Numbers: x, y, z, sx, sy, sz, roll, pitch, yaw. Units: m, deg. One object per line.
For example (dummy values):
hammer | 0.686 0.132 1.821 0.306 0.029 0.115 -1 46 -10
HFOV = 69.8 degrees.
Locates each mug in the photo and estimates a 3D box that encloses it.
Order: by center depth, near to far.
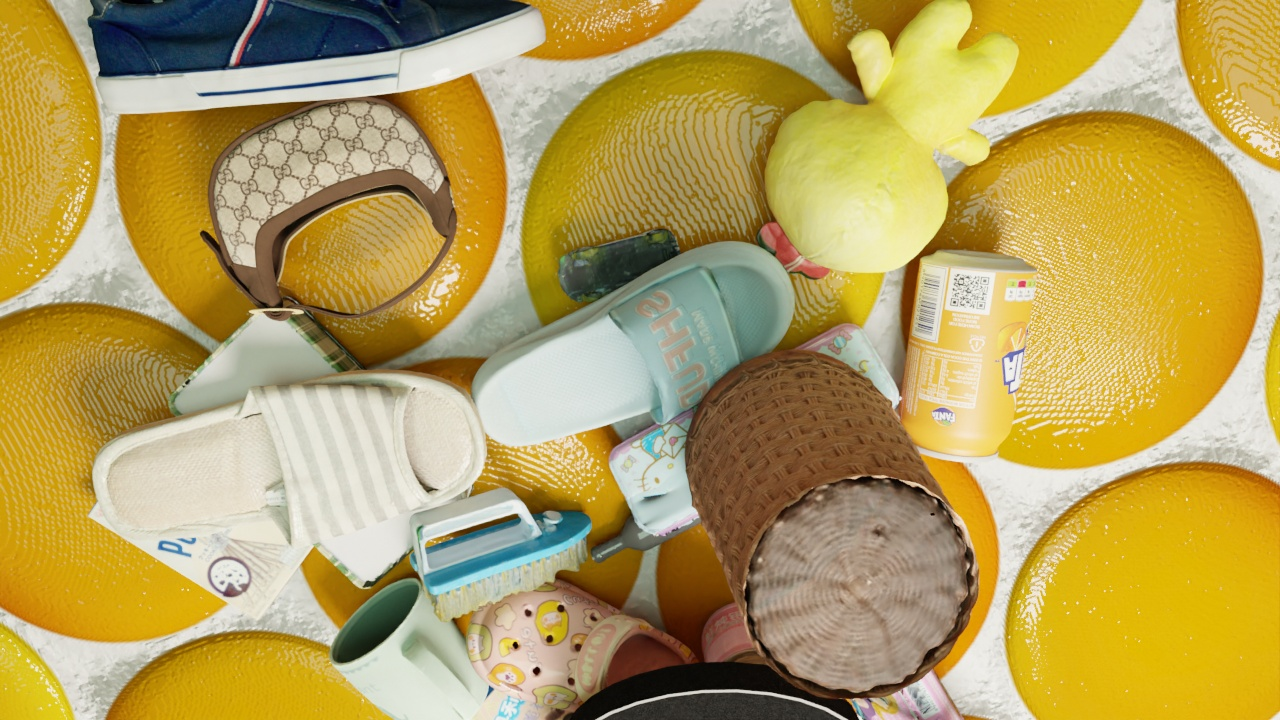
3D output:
mug | -0.162 0.232 0.689 0.084 0.111 0.104 -45 113 -26

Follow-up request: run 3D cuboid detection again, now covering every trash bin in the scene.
trash bin | 0.109 0.086 0.547 0.151 0.210 0.151 -1 102 -3

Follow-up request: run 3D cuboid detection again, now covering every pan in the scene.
pan | 0.118 0.283 0.665 0.356 0.034 0.226 -5 130 4

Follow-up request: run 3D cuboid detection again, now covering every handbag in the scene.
handbag | -0.209 -0.096 0.622 0.166 0.063 0.138 -24 91 -6

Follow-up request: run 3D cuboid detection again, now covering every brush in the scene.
brush | -0.098 0.132 0.678 0.135 0.055 0.075 -13 113 -27

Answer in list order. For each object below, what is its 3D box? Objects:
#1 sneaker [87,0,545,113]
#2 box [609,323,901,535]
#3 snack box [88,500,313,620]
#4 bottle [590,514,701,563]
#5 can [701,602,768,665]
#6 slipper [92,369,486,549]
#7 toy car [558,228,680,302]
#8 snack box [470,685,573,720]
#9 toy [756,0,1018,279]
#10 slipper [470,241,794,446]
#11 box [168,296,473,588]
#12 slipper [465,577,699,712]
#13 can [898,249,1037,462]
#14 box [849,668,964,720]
sneaker | -0.210 -0.233 0.585 0.294 0.120 0.127 -2 115 2
box | 0.081 0.051 0.674 0.214 0.036 0.076 -29 73 4
snack box | -0.331 0.125 0.702 0.150 0.026 0.082 36 100 -9
bottle | 0.013 0.126 0.708 0.113 0.030 0.030 -28 102 5
can | 0.083 0.233 0.711 0.067 0.076 0.067 0 103 -1
slipper | -0.244 0.071 0.632 0.272 0.054 0.114 -8 96 1
toy car | -0.015 -0.069 0.664 0.090 0.027 0.039 -13 110 -1
snack box | -0.063 0.307 0.745 0.151 0.034 0.087 40 99 -9
toy | 0.165 -0.141 0.621 0.134 0.092 0.208 33 97 -11
slipper | -0.004 0.004 0.647 0.245 0.074 0.104 -23 124 6
box | -0.231 0.061 0.680 0.118 0.050 0.205 -44 101 5
slipper | -0.031 0.222 0.693 0.197 0.082 0.093 24 65 -14
can | 0.232 -0.005 0.659 0.079 0.079 0.142 4 103 -2
box | 0.192 0.255 0.715 0.077 0.084 0.230 -31 102 7
